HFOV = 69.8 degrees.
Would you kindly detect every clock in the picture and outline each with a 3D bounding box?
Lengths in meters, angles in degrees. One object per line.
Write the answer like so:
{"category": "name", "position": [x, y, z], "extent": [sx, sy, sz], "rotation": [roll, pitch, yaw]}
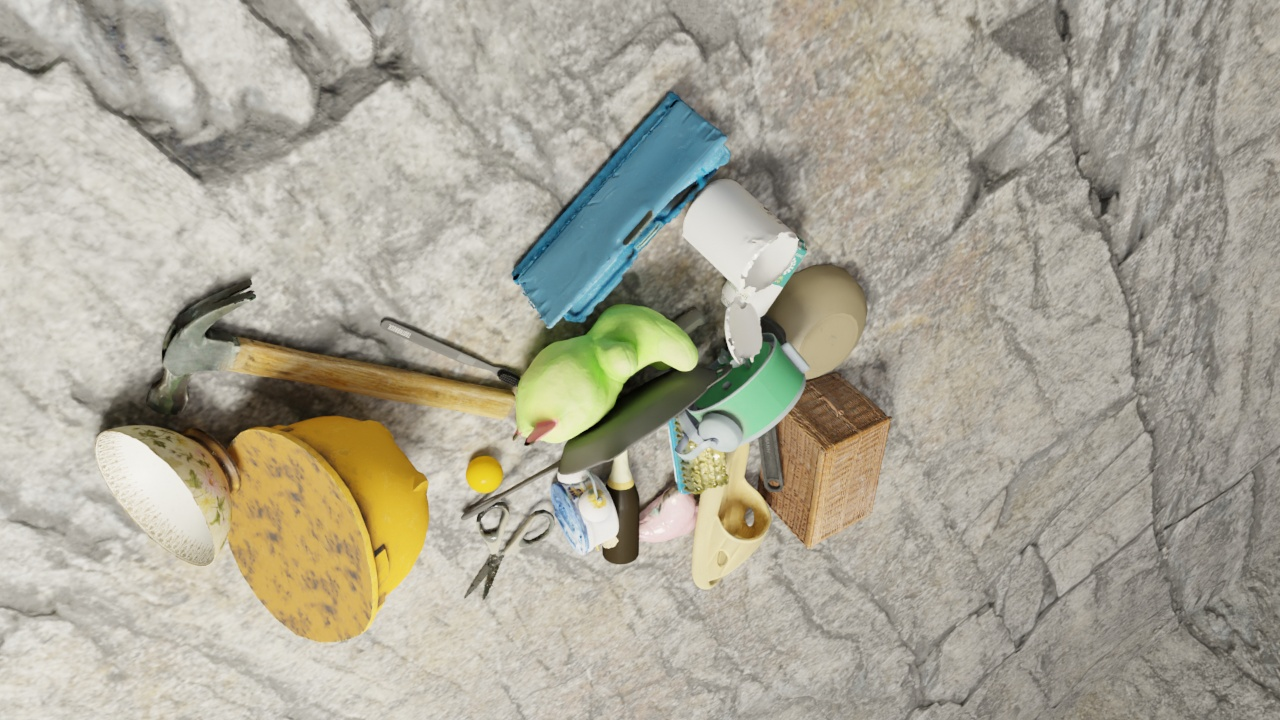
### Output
{"category": "clock", "position": [0.096, 0.042, 0.981], "extent": [0.161, 0.122, 0.075], "rotation": [-45, 105, -12]}
{"category": "clock", "position": [-0.065, 0.164, 1.049], "extent": [0.051, 0.089, 0.126], "rotation": [-21, 140, -23]}

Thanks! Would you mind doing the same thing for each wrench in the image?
{"category": "wrench", "position": [0.149, 0.057, 1.099], "extent": [0.073, 0.018, 0.273], "rotation": [2, 127, 20]}

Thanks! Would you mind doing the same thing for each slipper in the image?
{"category": "slipper", "position": [0.121, 0.202, 1.172], "extent": [0.111, 0.079, 0.262], "rotation": [-40, 141, -44]}

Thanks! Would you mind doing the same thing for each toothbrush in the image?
{"category": "toothbrush", "position": [-0.182, -0.007, 0.902], "extent": [0.167, 0.013, 0.013], "rotation": [27, 108, -39]}
{"category": "toothbrush", "position": [-0.006, 0.006, 1.007], "extent": [0.185, 0.022, 0.024], "rotation": [-39, 116, 0]}

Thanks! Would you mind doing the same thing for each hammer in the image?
{"category": "hammer", "position": [-0.264, 0.014, 0.858], "extent": [0.330, 0.033, 0.132], "rotation": [14, 115, -38]}

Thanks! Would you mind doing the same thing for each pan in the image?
{"category": "pan", "position": [-0.059, 0.085, 0.975], "extent": [0.355, 0.216, 0.024], "rotation": [-31, 97, 19]}

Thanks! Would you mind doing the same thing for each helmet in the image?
{"category": "helmet", "position": [-0.275, 0.139, 0.860], "extent": [0.131, 0.205, 0.256], "rotation": [-32, 169, -46]}

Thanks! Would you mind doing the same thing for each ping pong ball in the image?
{"category": "ping pong ball", "position": [-0.168, 0.123, 0.990], "extent": [0.040, 0.040, 0.040], "rotation": [-16, 131, -19]}

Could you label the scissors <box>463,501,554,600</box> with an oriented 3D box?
{"category": "scissors", "position": [-0.173, 0.223, 1.085], "extent": [0.165, 0.012, 0.150], "rotation": [-29, 129, 8]}

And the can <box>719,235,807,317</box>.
{"category": "can", "position": [0.131, -0.095, 0.986], "extent": [0.055, 0.055, 0.102], "rotation": [17, 114, -38]}

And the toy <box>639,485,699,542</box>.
{"category": "toy", "position": [0.042, 0.198, 1.164], "extent": [0.095, 0.052, 0.099], "rotation": [21, 121, -46]}

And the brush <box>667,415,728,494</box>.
{"category": "brush", "position": [0.059, 0.085, 1.074], "extent": [0.055, 0.075, 0.136], "rotation": [-11, 97, -24]}

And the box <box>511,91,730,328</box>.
{"category": "box", "position": [-0.002, -0.120, 0.848], "extent": [0.232, 0.112, 0.094], "rotation": [-46, 133, 9]}

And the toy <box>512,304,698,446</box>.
{"category": "toy", "position": [-0.050, 0.013, 0.925], "extent": [0.196, 0.150, 0.107], "rotation": [-24, 96, -10]}

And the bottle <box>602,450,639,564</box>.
{"category": "bottle", "position": [-0.024, 0.155, 1.091], "extent": [0.045, 0.045, 0.185], "rotation": [-11, 118, -23]}

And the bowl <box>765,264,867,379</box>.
{"category": "bowl", "position": [0.208, -0.034, 1.080], "extent": [0.152, 0.050, 0.153], "rotation": [-16, 131, -19]}

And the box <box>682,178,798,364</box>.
{"category": "box", "position": [0.094, -0.088, 0.904], "extent": [0.136, 0.147, 0.084], "rotation": [-53, 151, 15]}

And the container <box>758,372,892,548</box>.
{"category": "container", "position": [0.233, 0.126, 1.178], "extent": [0.112, 0.114, 0.199], "rotation": [-20, 134, -22]}

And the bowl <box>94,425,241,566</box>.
{"category": "bowl", "position": [-0.401, 0.105, 0.804], "extent": [0.063, 0.145, 0.145], "rotation": [-47, 149, -46]}
